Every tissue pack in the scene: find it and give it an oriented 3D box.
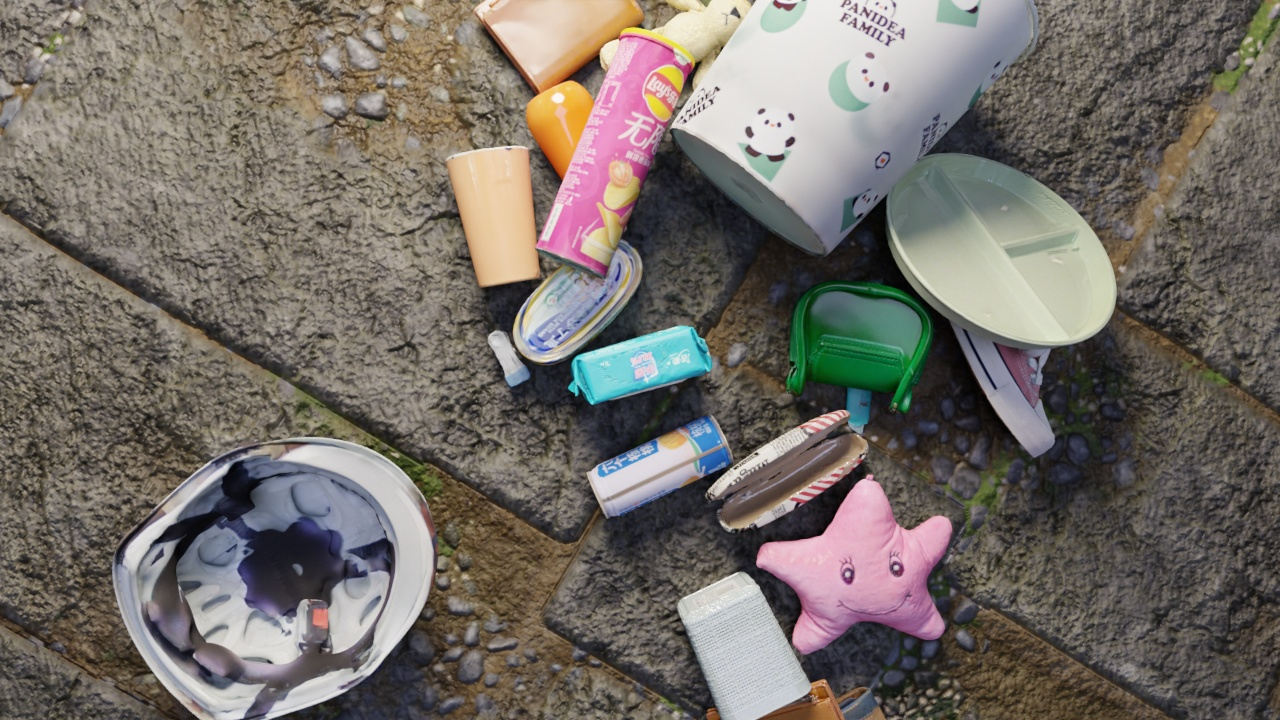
[{"bbox_3d":[-0.005,0.005,0.862,0.133,0.093,0.050,-15,93,-4],"label":"tissue pack"}]

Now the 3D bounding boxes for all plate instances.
[{"bbox_3d":[0.330,-0.103,0.850,0.230,0.028,0.229,8,54,-11],"label":"plate"}]

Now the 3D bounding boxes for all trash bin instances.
[{"bbox_3d":[0.175,-0.245,0.816,0.229,0.229,0.252,39,93,-4],"label":"trash bin"}]

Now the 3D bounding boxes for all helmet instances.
[{"bbox_3d":[-0.308,0.182,0.818,0.258,0.146,0.229,-34,94,-11],"label":"helmet"}]

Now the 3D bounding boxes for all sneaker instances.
[{"bbox_3d":[0.353,-0.026,0.885,0.088,0.118,0.241,-26,87,17],"label":"sneaker"}]

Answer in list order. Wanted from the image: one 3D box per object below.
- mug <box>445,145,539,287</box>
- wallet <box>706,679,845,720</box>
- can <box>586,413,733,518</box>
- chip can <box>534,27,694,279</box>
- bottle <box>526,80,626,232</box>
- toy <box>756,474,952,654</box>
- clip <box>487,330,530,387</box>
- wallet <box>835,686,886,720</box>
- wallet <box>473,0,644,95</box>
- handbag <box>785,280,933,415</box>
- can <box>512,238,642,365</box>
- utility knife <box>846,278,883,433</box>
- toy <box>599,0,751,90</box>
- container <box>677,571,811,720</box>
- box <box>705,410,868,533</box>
[{"bbox_3d":[-0.134,-0.133,0.865,0.078,0.078,0.123,-9,96,-4],"label":"mug"},{"bbox_3d":[0.139,0.373,0.887,0.132,0.031,0.108,-25,91,21],"label":"wallet"},{"bbox_3d":[0.018,0.103,0.885,0.134,0.053,0.053,-24,92,-3],"label":"can"},{"bbox_3d":[-0.023,-0.182,0.819,0.071,0.071,0.210,22,90,-4],"label":"chip can"},{"bbox_3d":[-0.053,-0.187,0.876,0.066,0.067,0.149,-27,100,-4],"label":"bottle"},{"bbox_3d":[0.208,0.196,0.887,0.194,0.074,0.178,-2,99,-5],"label":"toy"},{"bbox_3d":[-0.128,-0.003,0.891,0.026,0.038,0.058,-26,90,-1],"label":"clip"},{"bbox_3d":[0.217,0.396,0.915,0.090,0.033,0.115,-30,96,-4],"label":"wallet"},{"bbox_3d":[-0.082,-0.339,0.882,0.130,0.035,0.119,-38,91,-6],"label":"wallet"},{"bbox_3d":[0.208,-0.015,0.879,0.131,0.068,0.120,8,93,8],"label":"handbag"},{"bbox_3d":[-0.060,-0.057,0.880,0.148,0.049,0.074,-44,94,-3],"label":"can"},{"bbox_3d":[0.224,-0.005,0.919,0.029,0.013,0.157,5,90,-1],"label":"utility knife"},{"bbox_3d":[0.037,-0.304,0.876,0.157,0.066,0.105,-24,98,-3],"label":"toy"},{"bbox_3d":[0.093,0.272,0.877,0.090,0.090,0.111,-25,89,-4],"label":"container"},{"bbox_3d":[0.134,0.096,0.889,0.163,0.075,0.082,-32,105,-1],"label":"box"}]
